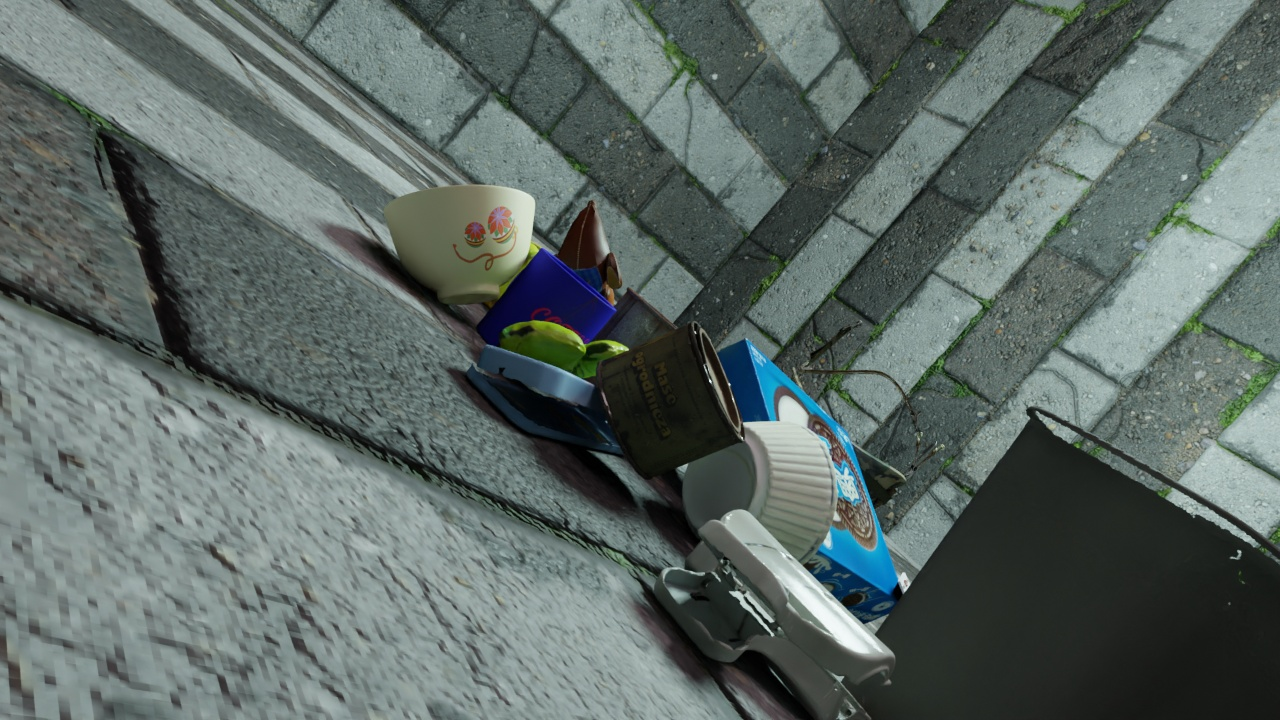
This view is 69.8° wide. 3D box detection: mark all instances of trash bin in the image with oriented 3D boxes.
[{"bbox_3d":[0.271,0.188,0.572,0.197,0.220,0.197,38,5,-27],"label":"trash bin"}]

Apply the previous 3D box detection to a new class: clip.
[{"bbox_3d":[0.074,0.128,0.497,0.125,0.089,0.150,41,-7,39],"label":"clip"}]

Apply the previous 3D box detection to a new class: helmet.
[{"bbox_3d":[0.236,0.094,1.113,0.192,0.237,0.224,48,17,22],"label":"helmet"}]

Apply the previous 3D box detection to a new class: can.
[{"bbox_3d":[0.023,0.027,0.632,0.089,0.075,0.090,-90,155,-61],"label":"can"}]

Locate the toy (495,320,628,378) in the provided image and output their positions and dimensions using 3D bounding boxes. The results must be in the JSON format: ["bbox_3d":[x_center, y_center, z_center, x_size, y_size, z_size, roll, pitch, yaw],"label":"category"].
[{"bbox_3d":[-0.060,-0.006,0.686,0.094,0.036,0.093,-11,-23,44],"label":"toy"}]

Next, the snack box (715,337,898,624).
[{"bbox_3d":[0.147,0.115,0.825,0.238,0.056,0.195,37,32,-47],"label":"snack box"}]

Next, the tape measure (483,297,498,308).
[{"bbox_3d":[-0.149,-0.075,0.910,0.059,0.030,0.068,43,4,2],"label":"tape measure"}]

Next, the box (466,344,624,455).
[{"bbox_3d":[-0.056,0.037,0.653,0.067,0.052,0.209,19,-6,20],"label":"box"}]

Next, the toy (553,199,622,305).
[{"bbox_3d":[-0.044,-0.090,0.841,0.071,0.102,0.090,0,-31,12],"label":"toy"}]

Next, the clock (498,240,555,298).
[{"bbox_3d":[-0.091,-0.067,0.872,0.083,0.057,0.118,35,38,-44],"label":"clock"}]

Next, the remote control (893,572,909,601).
[{"bbox_3d":[0.253,0.252,0.816,0.028,0.012,0.124,-10,78,-65],"label":"remote control"}]

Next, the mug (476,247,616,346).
[{"bbox_3d":[-0.084,-0.042,0.764,0.079,0.083,0.111,37,5,-38],"label":"mug"}]

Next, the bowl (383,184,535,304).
[{"bbox_3d":[-0.139,-0.085,0.724,0.118,0.118,0.074,21,62,-77],"label":"bowl"}]

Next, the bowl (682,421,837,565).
[{"bbox_3d":[0.078,0.095,0.669,0.062,0.115,0.115,18,18,-37],"label":"bowl"}]

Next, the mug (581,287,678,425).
[{"bbox_3d":[-0.005,0.005,0.839,0.096,0.110,0.123,48,6,22],"label":"mug"}]
